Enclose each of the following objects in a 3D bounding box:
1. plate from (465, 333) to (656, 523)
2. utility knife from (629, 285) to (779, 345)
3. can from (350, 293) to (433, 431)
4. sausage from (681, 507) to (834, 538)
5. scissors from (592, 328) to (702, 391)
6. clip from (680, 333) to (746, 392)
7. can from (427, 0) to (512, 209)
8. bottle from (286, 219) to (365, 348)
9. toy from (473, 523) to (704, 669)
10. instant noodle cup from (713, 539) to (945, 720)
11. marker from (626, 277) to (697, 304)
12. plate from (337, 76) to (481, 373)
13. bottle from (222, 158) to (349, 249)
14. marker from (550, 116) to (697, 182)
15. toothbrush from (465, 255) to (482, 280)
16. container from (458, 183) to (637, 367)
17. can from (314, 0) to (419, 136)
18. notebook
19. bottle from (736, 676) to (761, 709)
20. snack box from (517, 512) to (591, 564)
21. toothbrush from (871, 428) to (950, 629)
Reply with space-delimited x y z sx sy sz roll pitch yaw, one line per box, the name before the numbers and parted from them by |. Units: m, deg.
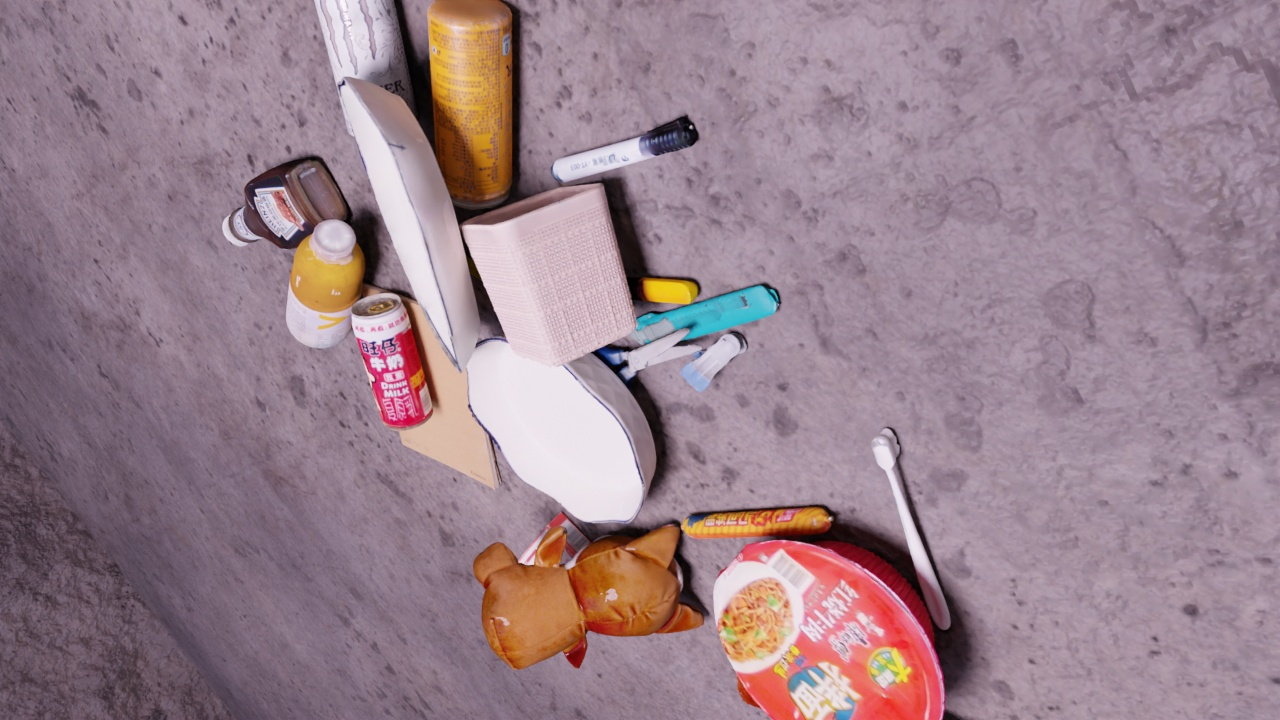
plate | -0.068 0.055 0.806 0.205 0.045 0.205 29 143 25
utility knife | 0.041 -0.031 0.683 0.152 0.012 0.029 -15 112 46
can | -0.248 0.002 0.917 0.053 0.053 0.133 16 129 33
sausage | 0.092 0.135 0.757 0.166 0.021 0.021 -14 110 46
scissors | -0.013 -0.008 0.737 0.125 0.012 0.174 41 144 13
clip | 0.057 -0.003 0.688 0.027 0.045 0.058 49 134 2
can | -0.123 -0.188 0.675 0.058 0.058 0.146 28 135 23
bottle | -0.308 -0.075 0.899 0.068 0.067 0.190 48 148 2
toy | -0.048 0.215 0.860 0.200 0.130 0.140 -14 120 9
instant noodle cup | 0.153 0.212 0.715 0.194 0.065 0.194 20 123 33
marker | -0.007 -0.056 0.707 0.124 0.015 0.018 7 123 41
plate | -0.171 -0.102 0.717 0.162 0.034 0.266 55 161 30
bottle | -0.371 -0.151 0.935 0.195 0.043 0.080 -6 118 45
marker | -0.015 -0.146 0.643 0.131 0.018 0.022 -3 109 42
toothbrush | -0.140 -0.073 0.809 0.190 0.016 0.016 34 137 17
container | -0.064 -0.062 0.674 0.090 0.090 0.111 15 126 59
can | -0.214 -0.249 0.709 0.058 0.058 0.147 19 131 30
notebook | -0.219 0.028 0.961 0.150 0.012 0.212 19 130 31
bottle | 0.180 0.294 0.773 0.206 0.059 0.060 10 126 36
snack box | -0.092 0.228 0.986 0.077 0.026 0.156 44 139 6
toothbrush | 0.199 0.126 0.664 0.016 0.016 0.180 2 123 47
